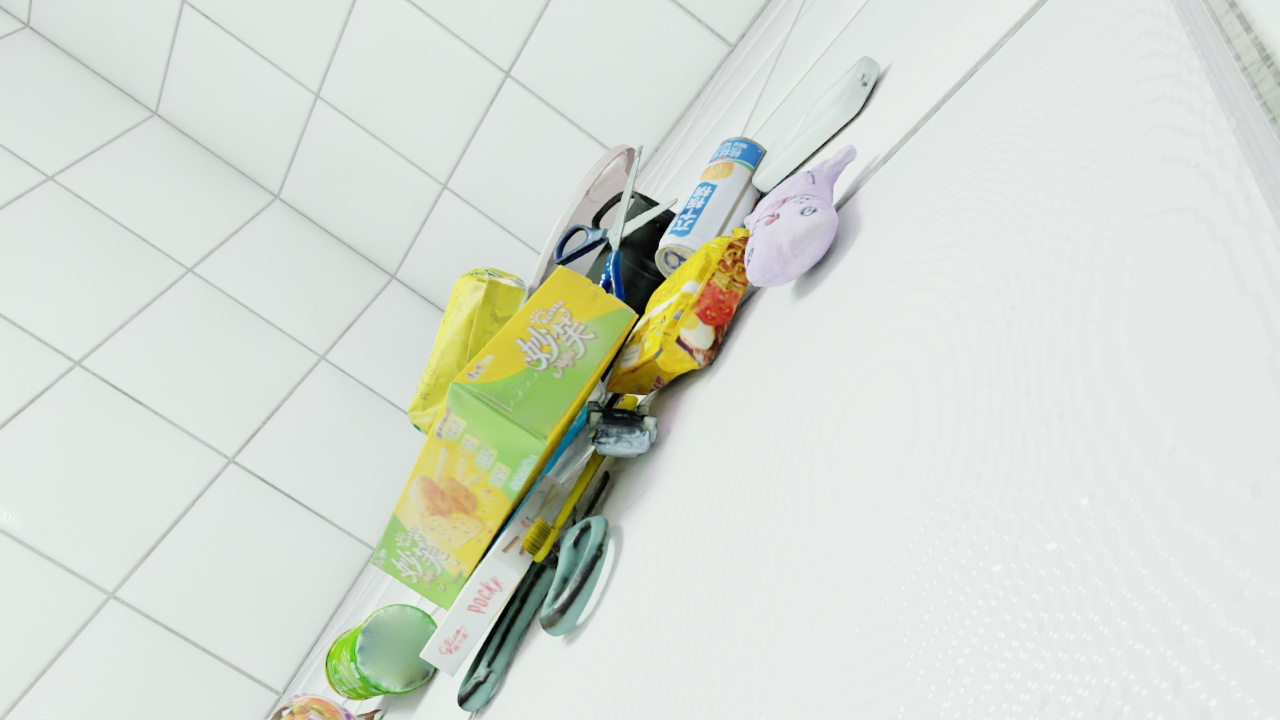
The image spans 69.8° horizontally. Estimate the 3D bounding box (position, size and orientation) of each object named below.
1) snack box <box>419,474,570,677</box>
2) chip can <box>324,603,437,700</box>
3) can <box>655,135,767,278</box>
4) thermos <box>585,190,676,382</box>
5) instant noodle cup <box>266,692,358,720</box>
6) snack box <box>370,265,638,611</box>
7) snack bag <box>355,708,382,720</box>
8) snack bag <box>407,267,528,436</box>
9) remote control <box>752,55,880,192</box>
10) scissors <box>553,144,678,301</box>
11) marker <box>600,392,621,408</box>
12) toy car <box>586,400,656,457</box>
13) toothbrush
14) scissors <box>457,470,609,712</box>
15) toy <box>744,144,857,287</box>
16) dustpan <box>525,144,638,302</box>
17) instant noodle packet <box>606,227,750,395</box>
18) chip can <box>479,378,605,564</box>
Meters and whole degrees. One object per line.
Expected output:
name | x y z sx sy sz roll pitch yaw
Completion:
snack box | -0.093 0.139 0.622 0.085 0.027 0.156 -56 1 13
chip can | -0.235 0.266 0.825 0.072 0.072 0.222 -60 11 -30
can | 0.062 -0.123 0.762 0.134 0.053 0.053 -60 11 -29
thermos | -0.047 -0.040 0.850 0.243 0.090 0.068 -58 -27 15
instant noodle cup | -0.278 0.332 0.735 0.112 0.111 0.099 -49 2 32
snack box | -0.097 0.056 0.645 0.211 0.070 0.157 -56 0 40
snack bag | -0.268 0.356 0.815 0.048 0.026 0.103 -31 23 40
snack bag | -0.163 -0.010 0.871 0.246 0.068 0.158 -140 70 -79
remote control | 0.132 -0.177 0.704 0.055 0.020 0.136 -61 11 -28
scissors | -0.027 -0.102 0.789 0.163 0.012 0.173 12 88 54
marker | -0.005 0.005 0.775 0.124 0.015 0.018 -57 8 5
toy car | -0.014 0.046 0.593 0.090 0.043 0.034 -147 65 -84
toothbrush | -0.037 0.071 0.621 0.016 0.016 0.189 -47 5 32
scissors | -0.064 0.146 0.558 0.181 0.019 0.170 -54 9 10
toy | 0.088 -0.078 0.521 0.084 0.039 0.107 -36 17 30
dustpan | -0.079 -0.107 1.010 0.274 0.139 0.221 -30 15 35
instant noodle packet | 0.027 -0.026 0.628 0.110 0.044 0.129 -57 9 -21
chip can | -0.114 0.088 0.813 0.211 0.071 0.071 -53 9 25
